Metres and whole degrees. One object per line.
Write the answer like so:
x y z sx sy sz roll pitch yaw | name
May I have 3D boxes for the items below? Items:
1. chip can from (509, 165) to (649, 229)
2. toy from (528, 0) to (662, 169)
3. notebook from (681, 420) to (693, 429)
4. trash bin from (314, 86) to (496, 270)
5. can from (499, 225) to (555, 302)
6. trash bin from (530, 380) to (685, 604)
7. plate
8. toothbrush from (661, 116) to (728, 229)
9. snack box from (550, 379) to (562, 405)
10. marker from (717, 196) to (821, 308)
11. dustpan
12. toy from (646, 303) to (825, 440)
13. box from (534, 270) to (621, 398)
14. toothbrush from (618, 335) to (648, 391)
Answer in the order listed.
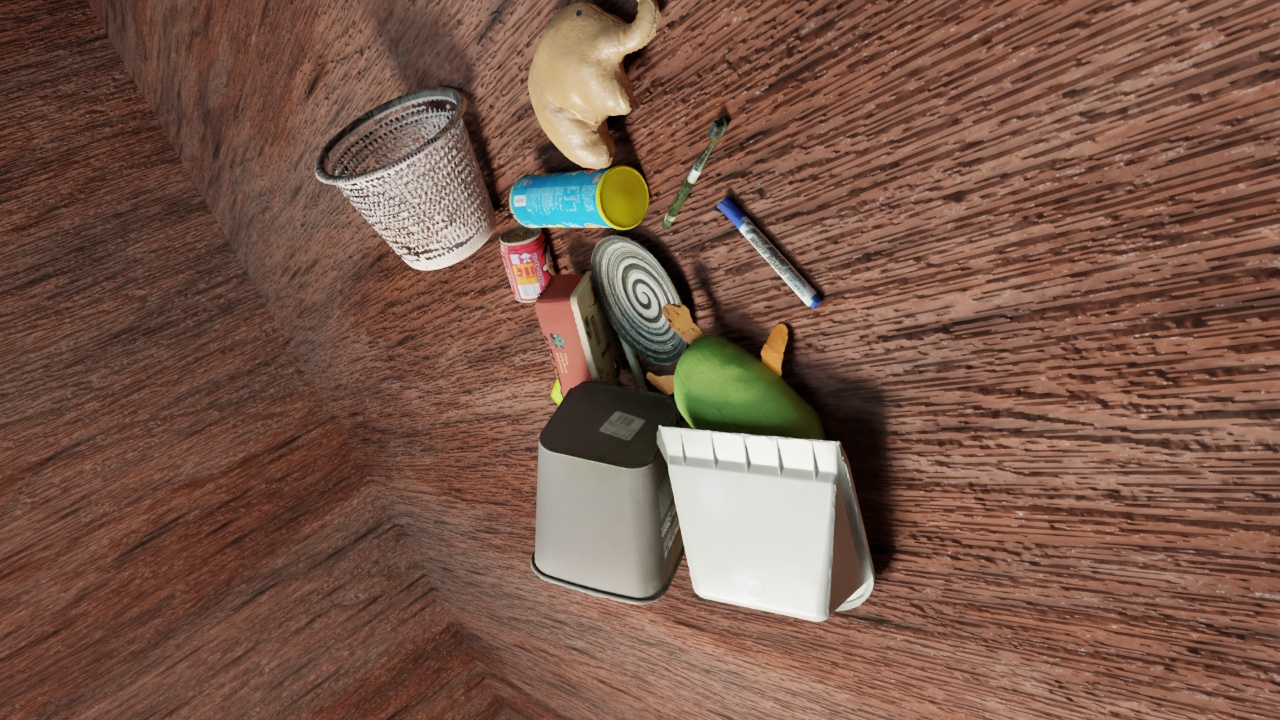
-0.079 -0.195 1.113 0.210 0.071 0.071 12 128 53 | chip can
-0.053 -0.307 0.962 0.143 0.082 0.227 47 147 9 | toy
0.118 0.167 1.212 0.211 0.012 0.150 57 153 -7 | notebook
-0.310 -0.244 1.299 0.228 0.227 0.192 26 151 44 | trash bin
-0.157 -0.137 1.292 0.066 0.066 0.094 25 138 45 | can
-0.035 0.164 1.206 0.199 0.198 0.220 11 127 15 | trash bin
0.003 -0.077 1.151 0.179 0.024 0.180 37 144 33 | plate
0.053 -0.192 0.967 0.012 0.017 0.186 57 152 13 | toothbrush
-0.091 0.045 1.411 0.086 0.026 0.157 49 150 14 | snack box
0.131 -0.110 0.930 0.146 0.016 0.017 50 150 13 | marker
0.156 0.189 1.043 0.223 0.142 0.258 3 103 34 | dustpan
0.109 0.045 1.041 0.247 0.089 0.228 40 133 23 | toy
-0.089 -0.031 1.248 0.080 0.091 0.168 -2 122 19 | box
-0.007 0.007 1.255 0.020 0.029 0.189 -82 -27 -69 | toothbrush
